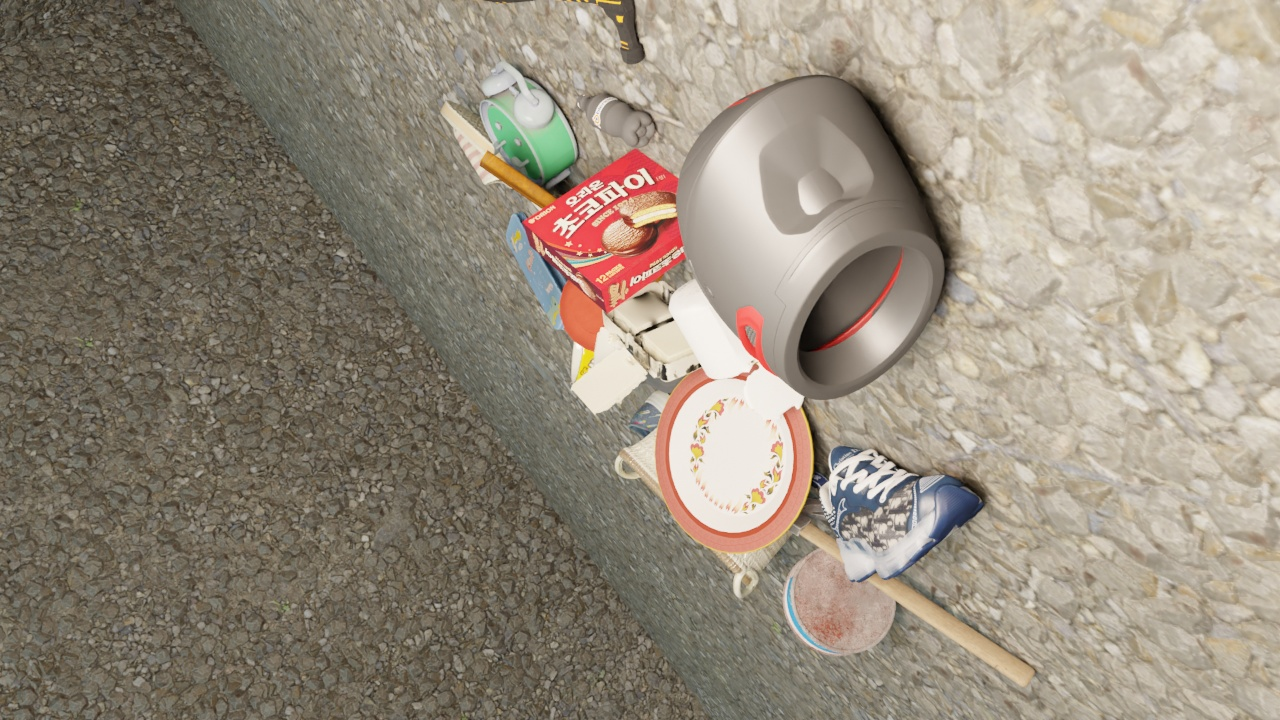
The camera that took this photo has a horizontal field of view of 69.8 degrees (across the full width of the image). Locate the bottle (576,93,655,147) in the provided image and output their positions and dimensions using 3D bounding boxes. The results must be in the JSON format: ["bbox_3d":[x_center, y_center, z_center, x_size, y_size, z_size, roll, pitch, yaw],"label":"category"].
[{"bbox_3d":[-0.029,-0.251,0.945,0.110,0.036,0.036,38,157,40],"label":"bottle"}]

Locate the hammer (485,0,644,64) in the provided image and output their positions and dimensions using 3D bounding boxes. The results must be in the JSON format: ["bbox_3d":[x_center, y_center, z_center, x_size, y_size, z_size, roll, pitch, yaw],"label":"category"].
[{"bbox_3d":[-0.109,-0.376,0.924,0.321,0.036,0.123,30,151,46],"label":"hammer"}]

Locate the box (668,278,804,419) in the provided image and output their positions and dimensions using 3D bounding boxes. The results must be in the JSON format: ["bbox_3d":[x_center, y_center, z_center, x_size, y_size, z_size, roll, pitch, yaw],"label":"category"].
[{"bbox_3d":[0.104,-0.012,0.995,0.112,0.084,0.162,10,136,55],"label":"box"}]

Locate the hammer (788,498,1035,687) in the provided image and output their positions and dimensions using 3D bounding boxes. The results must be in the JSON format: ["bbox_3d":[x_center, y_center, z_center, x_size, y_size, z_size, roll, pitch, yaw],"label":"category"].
[{"bbox_3d":[0.287,0.256,1.040,0.331,0.119,0.031,30,125,30],"label":"hammer"}]

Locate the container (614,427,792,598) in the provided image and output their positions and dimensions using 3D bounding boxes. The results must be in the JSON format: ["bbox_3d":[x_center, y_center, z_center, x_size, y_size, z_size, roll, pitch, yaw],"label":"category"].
[{"bbox_3d":[0.096,0.180,1.231,0.246,0.142,0.184,43,173,28],"label":"container"}]

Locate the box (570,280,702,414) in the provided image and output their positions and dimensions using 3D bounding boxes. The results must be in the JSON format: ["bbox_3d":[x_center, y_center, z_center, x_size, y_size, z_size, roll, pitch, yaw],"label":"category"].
[{"bbox_3d":[0.001,-0.005,1.100,0.145,0.185,0.095,47,171,42],"label":"box"}]

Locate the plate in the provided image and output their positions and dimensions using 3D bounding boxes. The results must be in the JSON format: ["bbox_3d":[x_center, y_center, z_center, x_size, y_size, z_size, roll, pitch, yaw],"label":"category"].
[{"bbox_3d":[0.109,0.112,1.089,0.230,0.021,0.229,-4,85,42],"label":"plate"}]

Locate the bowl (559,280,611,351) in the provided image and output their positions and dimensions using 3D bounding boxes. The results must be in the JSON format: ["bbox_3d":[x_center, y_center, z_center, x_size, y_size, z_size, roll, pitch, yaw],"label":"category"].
[{"bbox_3d":[-0.047,-0.070,1.178,0.122,0.122,0.035,52,-176,4],"label":"bowl"}]

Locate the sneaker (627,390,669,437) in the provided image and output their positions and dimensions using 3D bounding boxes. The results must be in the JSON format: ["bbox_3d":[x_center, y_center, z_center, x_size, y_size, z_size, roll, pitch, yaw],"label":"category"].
[{"bbox_3d":[0.073,0.155,1.380,0.235,0.079,0.088,51,163,8],"label":"sneaker"}]

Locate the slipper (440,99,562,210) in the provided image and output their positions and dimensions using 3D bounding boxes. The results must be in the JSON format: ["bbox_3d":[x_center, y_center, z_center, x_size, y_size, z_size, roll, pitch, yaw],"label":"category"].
[{"bbox_3d":[-0.177,-0.252,1.233,0.263,0.052,0.115,45,-165,15],"label":"slipper"}]

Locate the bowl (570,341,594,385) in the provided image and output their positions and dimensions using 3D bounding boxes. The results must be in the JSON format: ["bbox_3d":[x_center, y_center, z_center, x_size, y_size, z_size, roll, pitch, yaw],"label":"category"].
[{"bbox_3d":[-0.063,-0.016,1.387,0.117,0.067,0.117,-173,91,-78],"label":"bowl"}]

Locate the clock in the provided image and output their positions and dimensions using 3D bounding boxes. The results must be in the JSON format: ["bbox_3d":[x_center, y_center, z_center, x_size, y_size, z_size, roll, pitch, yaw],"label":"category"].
[{"bbox_3d":[-0.141,-0.284,1.095,0.122,0.075,0.162,43,163,28],"label":"clock"}]

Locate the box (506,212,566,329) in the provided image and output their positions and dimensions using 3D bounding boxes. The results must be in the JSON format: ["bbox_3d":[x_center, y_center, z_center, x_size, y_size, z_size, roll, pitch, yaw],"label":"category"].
[{"bbox_3d":[-0.155,-0.137,1.393,0.209,0.049,0.066,57,161,27],"label":"box"}]

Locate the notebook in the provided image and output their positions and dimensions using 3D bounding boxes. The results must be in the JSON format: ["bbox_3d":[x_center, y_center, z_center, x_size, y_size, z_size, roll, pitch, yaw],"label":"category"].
[{"bbox_3d":[-0.080,-0.164,1.080,0.249,0.014,0.178,34,-178,-14],"label":"notebook"}]

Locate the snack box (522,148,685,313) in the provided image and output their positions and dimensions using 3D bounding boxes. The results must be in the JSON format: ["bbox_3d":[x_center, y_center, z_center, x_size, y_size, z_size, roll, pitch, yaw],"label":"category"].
[{"bbox_3d":[-0.019,-0.137,0.945,0.132,0.151,0.036,42,159,31],"label":"snack box"}]

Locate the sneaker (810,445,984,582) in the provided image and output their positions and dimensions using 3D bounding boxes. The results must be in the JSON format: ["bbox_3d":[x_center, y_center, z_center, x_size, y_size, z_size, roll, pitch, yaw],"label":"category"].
[{"bbox_3d":[0.239,0.140,0.928,0.132,0.103,0.270,56,166,12],"label":"sneaker"}]

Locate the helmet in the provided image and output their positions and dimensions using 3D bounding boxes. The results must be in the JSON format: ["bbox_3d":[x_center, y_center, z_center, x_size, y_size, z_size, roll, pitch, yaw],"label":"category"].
[{"bbox_3d":[0.113,-0.098,0.673,0.170,0.164,0.265,56,176,33],"label":"helmet"}]

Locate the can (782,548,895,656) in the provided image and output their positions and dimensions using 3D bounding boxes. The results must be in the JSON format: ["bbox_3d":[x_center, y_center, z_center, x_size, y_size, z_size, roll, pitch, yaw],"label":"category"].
[{"bbox_3d":[0.244,0.295,1.132,0.130,0.129,0.044,49,162,13],"label":"can"}]

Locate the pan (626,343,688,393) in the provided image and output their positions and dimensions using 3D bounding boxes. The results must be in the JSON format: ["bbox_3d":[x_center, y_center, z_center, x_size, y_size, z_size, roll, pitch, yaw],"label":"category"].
[{"bbox_3d":[0.057,0.011,1.211,0.357,0.041,0.179,34,154,45],"label":"pan"}]
